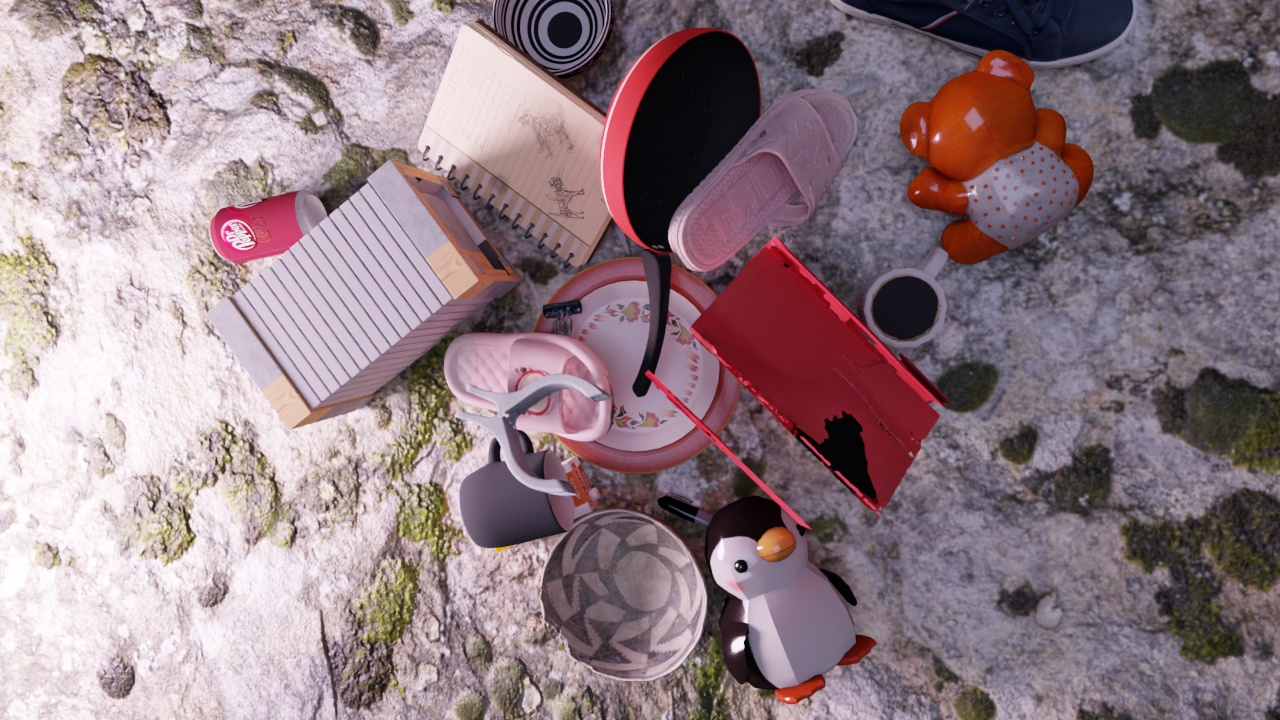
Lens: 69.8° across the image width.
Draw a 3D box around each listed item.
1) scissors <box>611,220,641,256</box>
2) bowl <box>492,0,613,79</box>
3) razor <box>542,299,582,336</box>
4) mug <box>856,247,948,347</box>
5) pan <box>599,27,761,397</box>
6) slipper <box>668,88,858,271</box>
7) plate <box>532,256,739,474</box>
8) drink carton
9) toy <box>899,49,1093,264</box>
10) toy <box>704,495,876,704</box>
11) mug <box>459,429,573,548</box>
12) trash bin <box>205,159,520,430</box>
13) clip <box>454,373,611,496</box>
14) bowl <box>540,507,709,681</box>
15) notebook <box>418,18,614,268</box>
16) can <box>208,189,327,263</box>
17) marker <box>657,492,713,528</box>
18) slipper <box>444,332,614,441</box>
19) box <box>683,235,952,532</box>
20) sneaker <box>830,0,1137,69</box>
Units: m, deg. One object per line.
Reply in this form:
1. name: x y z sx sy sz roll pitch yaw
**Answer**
1. scissors: -0.045 -0.186 0.969 0.148 0.019 0.123 24 94 1
2. bowl: -0.084 -0.345 0.937 0.120 0.066 0.120 1 95 9
3. razor: -0.073 0.010 0.964 0.043 0.022 0.144 -8 93 11
4. mug: 0.261 -0.064 0.895 0.073 0.089 0.105 36 99 4
5. pan: 0.024 -0.138 0.889 0.067 0.208 0.357 27 112 32
6. slipper: 0.129 -0.173 0.869 0.239 0.064 0.094 -43 124 -14
7. plate: -0.006 0.005 0.977 0.230 0.021 0.230 1 95 9
8. drink carton: -0.109 0.154 0.996 0.122 0.040 0.058 -25 90 10
9. toy: 0.335 -0.195 0.879 0.164 0.092 0.172 -32 102 13
10. toy: 0.125 0.227 0.927 0.158 0.140 0.184 -24 92 -29
11. mug: -0.129 0.127 0.940 0.094 0.085 0.121 -16 64 9
12. trash bin: -0.279 -0.066 0.952 0.247 0.142 0.142 -37 88 10
13. clip: -0.113 0.088 0.885 0.174 0.030 0.158 -3 73 27
14. bowl: -0.008 0.238 0.966 0.179 0.081 0.178 1 94 17
15. notebook: -0.117 -0.214 0.941 0.225 0.024 0.168 38 126 4
16. can: -0.406 -0.146 1.006 0.114 0.063 0.063 -10 93 9
17. marker: 0.083 0.173 0.980 0.138 0.016 0.022 21 92 5
18. slipper: -0.120 0.021 0.952 0.222 0.055 0.107 12 106 30
19. box: 0.161 -0.005 0.800 0.211 0.318 0.121 45 101 -1
20. sneaker: 0.319 -0.354 0.847 0.294 0.127 0.121 15 98 5
